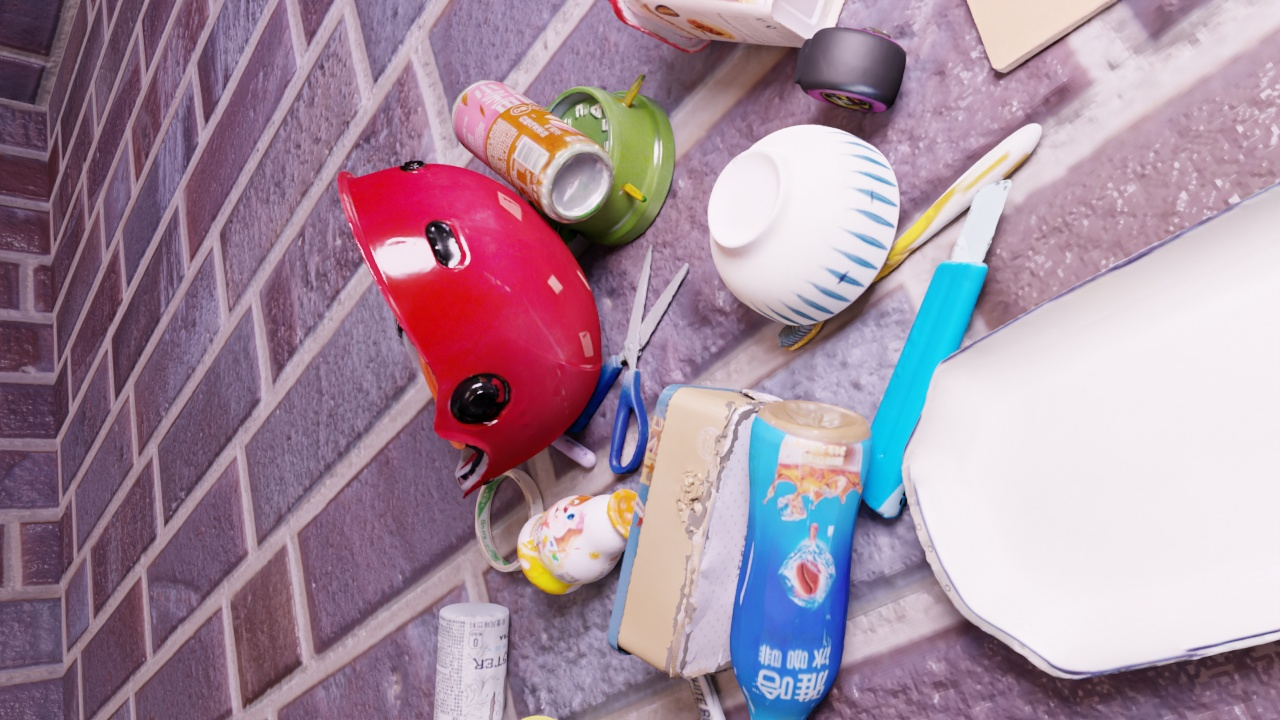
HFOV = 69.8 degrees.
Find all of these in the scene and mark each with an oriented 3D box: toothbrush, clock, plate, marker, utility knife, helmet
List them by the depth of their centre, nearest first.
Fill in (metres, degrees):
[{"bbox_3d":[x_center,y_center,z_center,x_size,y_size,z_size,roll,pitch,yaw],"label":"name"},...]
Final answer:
[{"bbox_3d":[0.235,0.034,0.386,0.267,0.034,0.162,-36,61,40],"label":"plate"},{"bbox_3d":[0.155,-0.006,0.488,0.034,0.018,0.188,34,113,47],"label":"utility knife"},{"bbox_3d":[0.141,-0.063,0.511,0.192,0.018,0.016,-44,57,37],"label":"toothbrush"},{"bbox_3d":[0.045,0.226,0.590,0.017,0.016,0.145,-42,57,37],"label":"marker"},{"bbox_3d":[-0.105,-0.041,0.642,0.240,0.143,0.206,81,164,-50],"label":"helmet"},{"bbox_3d":[-0.045,-0.146,0.698,0.162,0.056,0.116,-9,79,47],"label":"clock"},{"bbox_3d":[-0.096,0.048,0.764,0.189,0.021,0.029,27,74,45],"label":"toothbrush"}]

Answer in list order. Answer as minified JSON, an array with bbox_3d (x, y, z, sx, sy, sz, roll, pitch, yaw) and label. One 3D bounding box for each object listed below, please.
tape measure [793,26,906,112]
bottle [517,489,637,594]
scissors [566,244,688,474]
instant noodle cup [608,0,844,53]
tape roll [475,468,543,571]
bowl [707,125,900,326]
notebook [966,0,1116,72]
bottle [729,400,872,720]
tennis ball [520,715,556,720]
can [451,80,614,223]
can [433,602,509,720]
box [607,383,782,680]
[{"bbox_3d":[0.120,-0.165,0.517,0.058,0.057,0.039,27,105,55],"label":"tape measure"},{"bbox_3d":[-0.040,0.127,0.660,0.109,0.063,0.063,-34,62,40],"label":"bottle"},{"bbox_3d":[-0.014,0.002,0.682,0.161,0.012,0.163,-18,71,45],"label":"scissors"},{"bbox_3d":[0.059,-0.248,0.561,0.124,0.116,0.116,27,106,34],"label":"instant noodle cup"},{"bbox_3d":[-0.111,0.135,0.775,0.086,0.013,0.085,-7,81,47],"label":"tape roll"},{"bbox_3d":[0.082,-0.084,0.529,0.117,0.066,0.116,-24,58,46],"label":"bowl"},{"bbox_3d":[0.237,-0.255,0.432,0.208,0.008,0.147,-31,63,42],"label":"notebook"},{"bbox_3d":[0.084,0.134,0.514,0.065,0.065,0.219,21,111,47],"label":"bottle"},{"bbox_3d":[-0.076,0.299,0.681,0.066,0.065,0.065,-7,81,47],"label":"tennis ball"},{"bbox_3d":[-0.079,-0.151,0.650,0.147,0.057,0.058,42,117,42],"label":"can"},{"bbox_3d":[-0.141,0.278,0.760,0.058,0.058,0.146,-1,85,48],"label":"can"},{"bbox_3d":[0.041,0.107,0.553,0.061,0.089,0.184,19,97,43],"label":"box"}]
